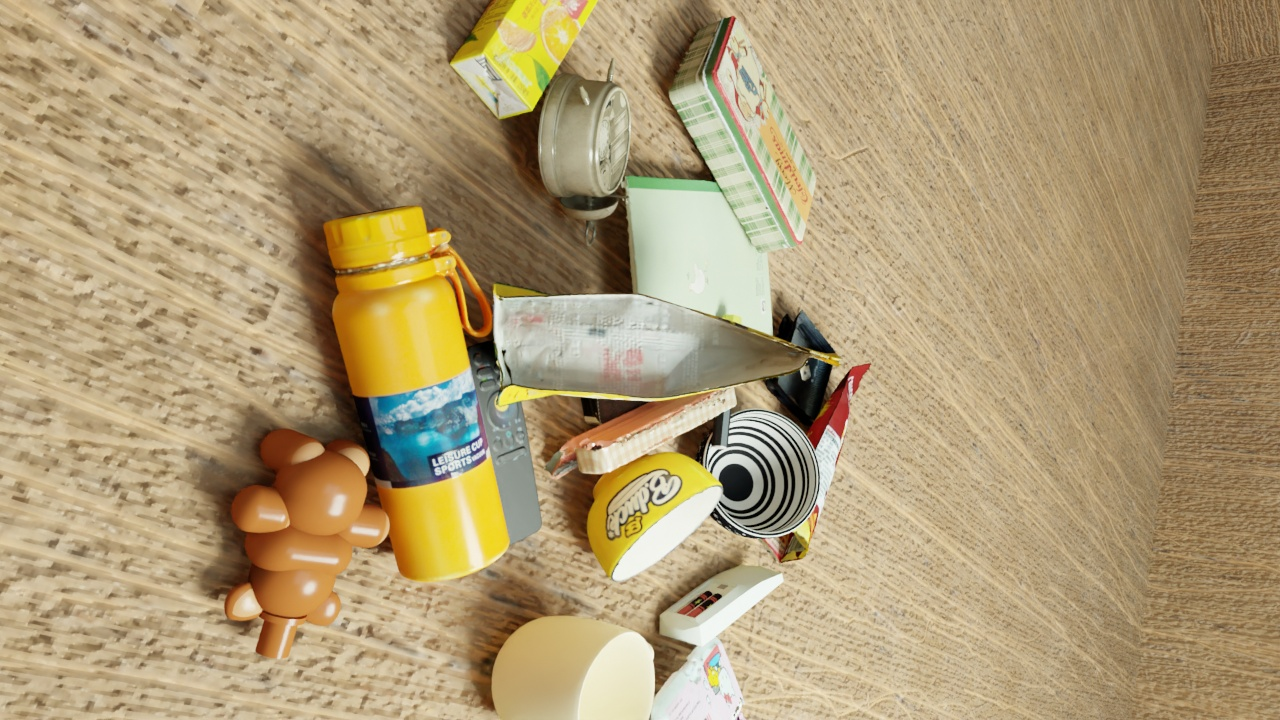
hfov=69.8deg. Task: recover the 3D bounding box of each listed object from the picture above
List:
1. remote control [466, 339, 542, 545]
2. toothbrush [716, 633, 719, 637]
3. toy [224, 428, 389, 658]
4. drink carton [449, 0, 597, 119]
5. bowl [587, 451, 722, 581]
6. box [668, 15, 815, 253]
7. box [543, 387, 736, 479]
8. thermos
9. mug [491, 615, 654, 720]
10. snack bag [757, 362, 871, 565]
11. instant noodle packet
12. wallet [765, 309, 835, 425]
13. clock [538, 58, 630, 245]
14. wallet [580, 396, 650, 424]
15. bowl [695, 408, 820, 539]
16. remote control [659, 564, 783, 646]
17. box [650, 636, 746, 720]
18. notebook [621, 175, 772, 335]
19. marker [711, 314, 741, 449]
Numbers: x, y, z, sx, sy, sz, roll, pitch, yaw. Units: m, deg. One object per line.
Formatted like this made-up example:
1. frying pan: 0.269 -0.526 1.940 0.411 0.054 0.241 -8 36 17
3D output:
1. remote control: -0.103 0.060 0.681 0.041 0.020 0.152 -19 105 -46
2. toothbrush: 0.065 0.272 0.888 0.166 0.013 0.013 -50 127 -38
3. toy: -0.203 0.109 0.548 0.094 0.065 0.127 19 86 -40
4. drink carton: -0.080 -0.249 0.678 0.058 0.043 0.134 46 58 -38
5. bowl: 0.003 0.118 0.752 0.117 0.067 0.117 -34 157 -17
6. box: 0.104 -0.211 0.872 0.205 0.051 0.117 56 42 -35
7. box: 0.003 0.055 0.762 0.186 0.083 0.041 -21 104 -45
8. thermos: -0.140 0.018 0.594 0.091 0.076 0.233 -25 109 -48
9. mug: -0.050 0.236 0.687 0.119 0.100 0.096 -25 112 -52
10. snack bag: 0.194 0.110 0.979 0.207 0.067 0.139 -55 156 -25
11. instant noodle packet: 0.026 -0.005 0.637 0.163 0.222 0.084 5 88 -79
12. wallet: 0.171 0.010 0.984 0.115 0.026 0.089 42 62 -48
13. clock: -0.037 -0.153 0.707 0.092 0.055 0.141 -60 155 -53
14. wallet: -0.005 0.005 0.791 0.122 0.019 0.072 -24 109 -46
15. bowl: 0.102 0.112 0.873 0.120 0.066 0.120 6 71 -18
16. remote control: 0.076 0.224 0.868 0.143 0.050 0.024 -21 107 -47
17. box: 0.051 0.329 0.774 0.201 0.077 0.146 -4 107 -71
18. notebook: 0.063 -0.076 0.849 0.251 0.010 0.182 -14 102 -56
19. marker: 0.076 0.019 0.838 0.021 0.018 0.123 13 75 -24
